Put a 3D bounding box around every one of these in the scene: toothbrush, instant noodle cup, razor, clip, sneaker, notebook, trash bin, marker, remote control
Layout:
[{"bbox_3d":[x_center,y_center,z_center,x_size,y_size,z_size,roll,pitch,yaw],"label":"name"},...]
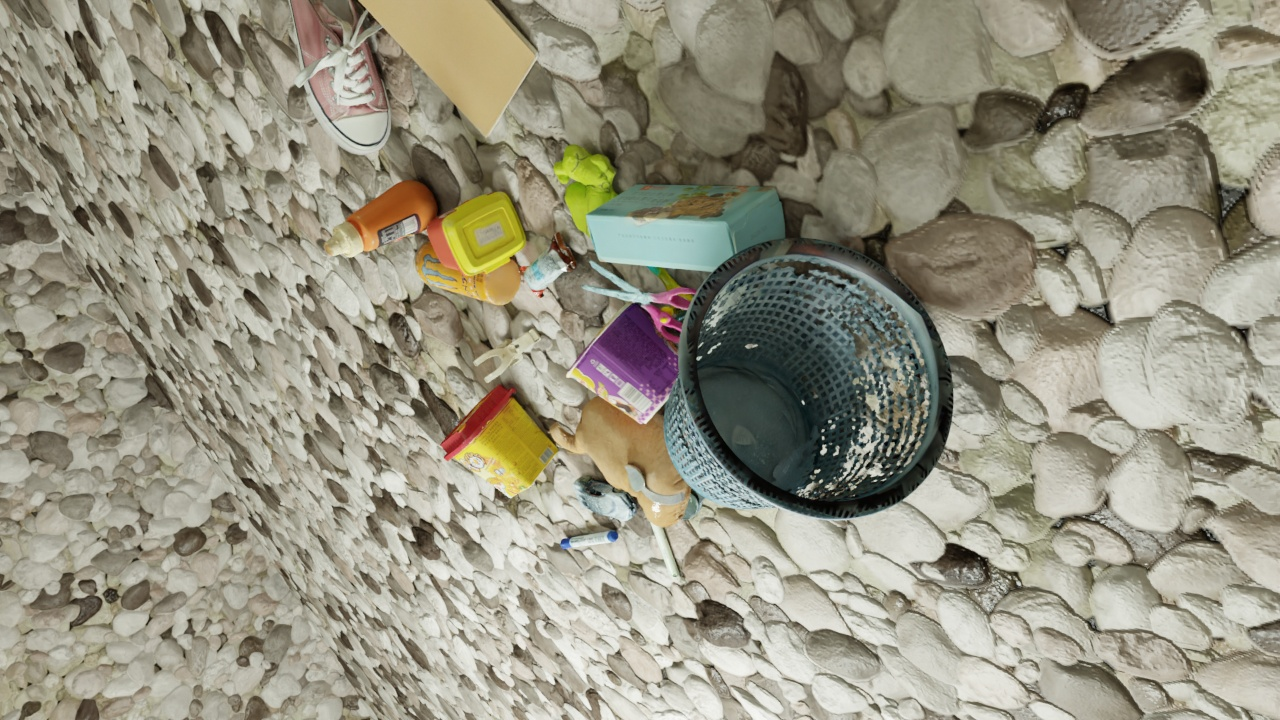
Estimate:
[{"bbox_3d":[0.019,0.209,1.181,0.020,0.029,0.190,-103,-5,-64],"label":"toothbrush"},{"bbox_3d":[-0.190,0.116,1.263,0.123,0.115,0.116,44,145,-9],"label":"instant noodle cup"},{"bbox_3d":[-0.006,0.006,0.967,0.099,0.111,0.112,40,144,0],"label":"instant noodle cup"},{"bbox_3d":[0.006,-0.093,0.916,0.132,0.028,0.043,45,142,-9],"label":"razor"},{"bbox_3d":[-0.165,-0.014,1.188,0.102,0.095,0.035,-34,92,15],"label":"clip"},{"bbox_3d":[-0.337,-0.346,1.029,0.088,0.118,0.241,36,141,55],"label":"sneaker"},{"bbox_3d":[-0.204,-0.345,0.937,0.207,0.008,0.148,47,145,-5],"label":"notebook"},{"bbox_3d":[0.114,0.037,0.786,0.226,0.226,0.195,49,157,4],"label":"trash bin"},{"bbox_3d":[-0.075,0.260,1.330,0.146,0.016,0.017,-24,102,54],"label":"marker"},{"bbox_3d":[0.084,-0.037,0.892,0.058,0.021,0.150,52,145,13],"label":"remote control"}]

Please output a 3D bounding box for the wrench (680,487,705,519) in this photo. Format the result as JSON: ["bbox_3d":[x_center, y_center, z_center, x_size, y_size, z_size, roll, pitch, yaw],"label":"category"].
[{"bbox_3d":[0.080,0.124,1.042,0.056,0.016,0.274,47,145,7],"label":"wrench"}]

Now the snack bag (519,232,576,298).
[{"bbox_3d":[-0.107,-0.105,1.042,0.106,0.026,0.045,-31,87,53],"label":"snack bag"}]

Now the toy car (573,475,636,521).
[{"bbox_3d":[-0.049,0.186,1.226,0.106,0.031,0.049,7,126,44],"label":"toy car"}]

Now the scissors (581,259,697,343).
[{"bbox_3d":[0.008,-0.063,0.889,0.135,0.017,0.108,35,142,-17],"label":"scissors"}]

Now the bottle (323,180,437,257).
[{"bbox_3d":[-0.320,-0.167,1.119,0.067,0.149,0.067,29,139,29],"label":"bottle"}]

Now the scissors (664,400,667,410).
[{"bbox_3d":[0.087,0.042,0.971,0.176,0.014,0.133,4,122,43],"label":"scissors"}]

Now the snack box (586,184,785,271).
[{"bbox_3d":[0.038,-0.122,0.827,0.175,0.074,0.052,11,129,42],"label":"snack box"}]

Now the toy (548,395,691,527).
[{"bbox_3d":[-0.025,0.101,1.084,0.226,0.082,0.144,31,127,41],"label":"toy"}]

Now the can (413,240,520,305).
[{"bbox_3d":[-0.215,-0.110,1.130,0.146,0.058,0.058,17,132,39],"label":"can"}]

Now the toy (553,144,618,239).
[{"bbox_3d":[-0.048,-0.165,0.920,0.097,0.031,0.100,26,135,19],"label":"toy"}]

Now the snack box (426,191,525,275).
[{"bbox_3d":[-0.191,-0.144,1.051,0.080,0.091,0.082,8,125,53],"label":"snack box"}]
